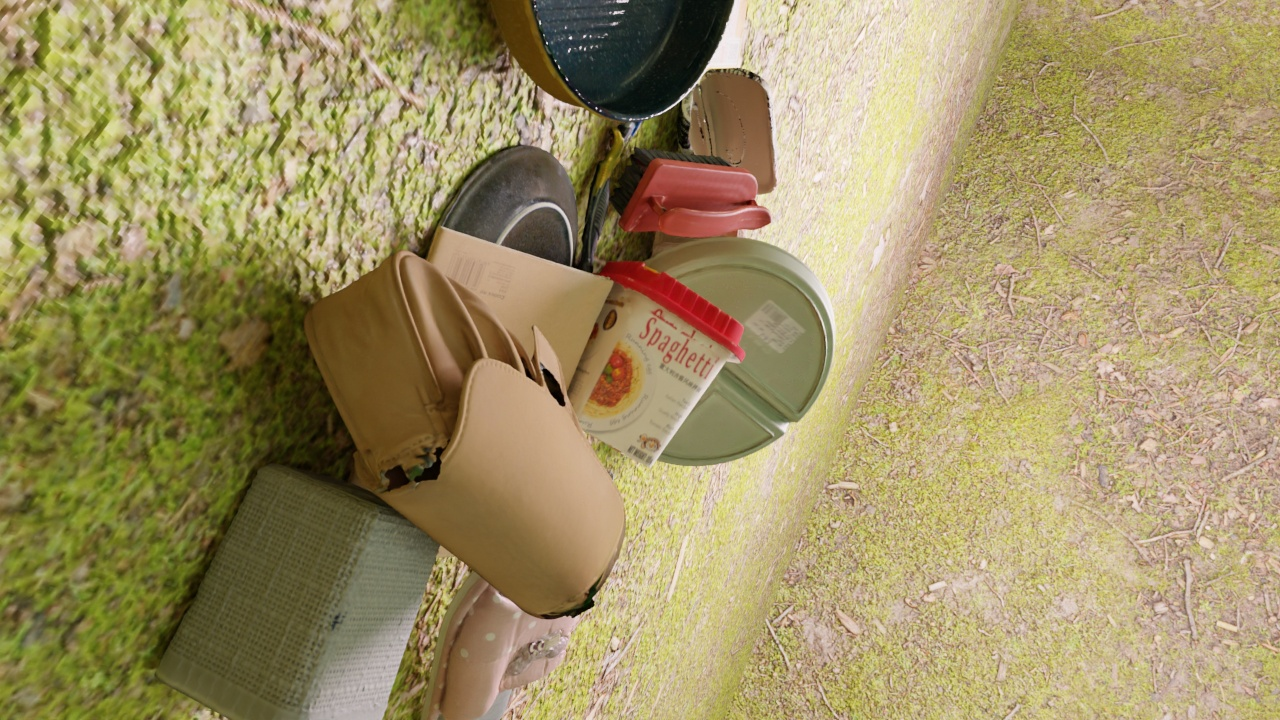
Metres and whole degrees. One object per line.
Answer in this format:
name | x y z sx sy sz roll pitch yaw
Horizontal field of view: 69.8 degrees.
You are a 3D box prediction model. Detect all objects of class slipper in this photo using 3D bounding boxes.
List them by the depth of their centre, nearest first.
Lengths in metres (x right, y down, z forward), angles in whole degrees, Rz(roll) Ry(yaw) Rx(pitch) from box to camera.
slipper | -0.104 0.227 0.703 0.114 0.054 0.275 -12 136 -44

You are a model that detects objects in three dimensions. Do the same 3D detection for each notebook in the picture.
notebook | -0.105 0.031 0.582 0.149 0.012 0.211 12 103 -52

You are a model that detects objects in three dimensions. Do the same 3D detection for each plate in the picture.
plate | -0.084 -0.052 0.609 0.178 0.024 0.180 -53 155 -39
plate | 0.063 0.002 0.796 0.027 0.230 0.231 -110 -156 -55

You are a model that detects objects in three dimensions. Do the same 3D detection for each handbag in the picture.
handbag | -0.080 0.040 0.480 0.100 0.147 0.204 -31 138 2

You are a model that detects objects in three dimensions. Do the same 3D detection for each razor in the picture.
razor | -0.028 -0.122 0.675 0.043 0.022 0.142 153 -46 -79

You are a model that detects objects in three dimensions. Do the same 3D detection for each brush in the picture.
brush | 0.048 -0.129 0.741 0.145 0.069 0.063 -9 140 -47

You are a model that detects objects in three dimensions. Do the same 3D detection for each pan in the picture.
pan | 0.054 -0.261 0.570 0.356 0.078 0.198 -28 129 -45

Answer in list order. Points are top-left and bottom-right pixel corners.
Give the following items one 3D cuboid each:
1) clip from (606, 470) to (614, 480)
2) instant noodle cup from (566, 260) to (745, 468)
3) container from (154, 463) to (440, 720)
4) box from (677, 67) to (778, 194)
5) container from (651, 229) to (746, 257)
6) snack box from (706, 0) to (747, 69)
clip | -0.042 0.135 0.905 0.028 0.024 0.056 92 23 -51
instant noodle cup | -0.004 0.004 0.680 0.124 0.116 0.117 -61 -158 -6
container | -0.168 0.122 0.475 0.090 0.090 0.114 46 63 -69
box | 0.079 -0.183 0.810 0.162 0.085 0.075 66 23 -58
container | 0.051 -0.070 0.826 0.089 0.090 0.111 -76 171 -55
snack box | 0.026 -0.249 0.640 0.140 0.034 0.087 -25 130 -49
